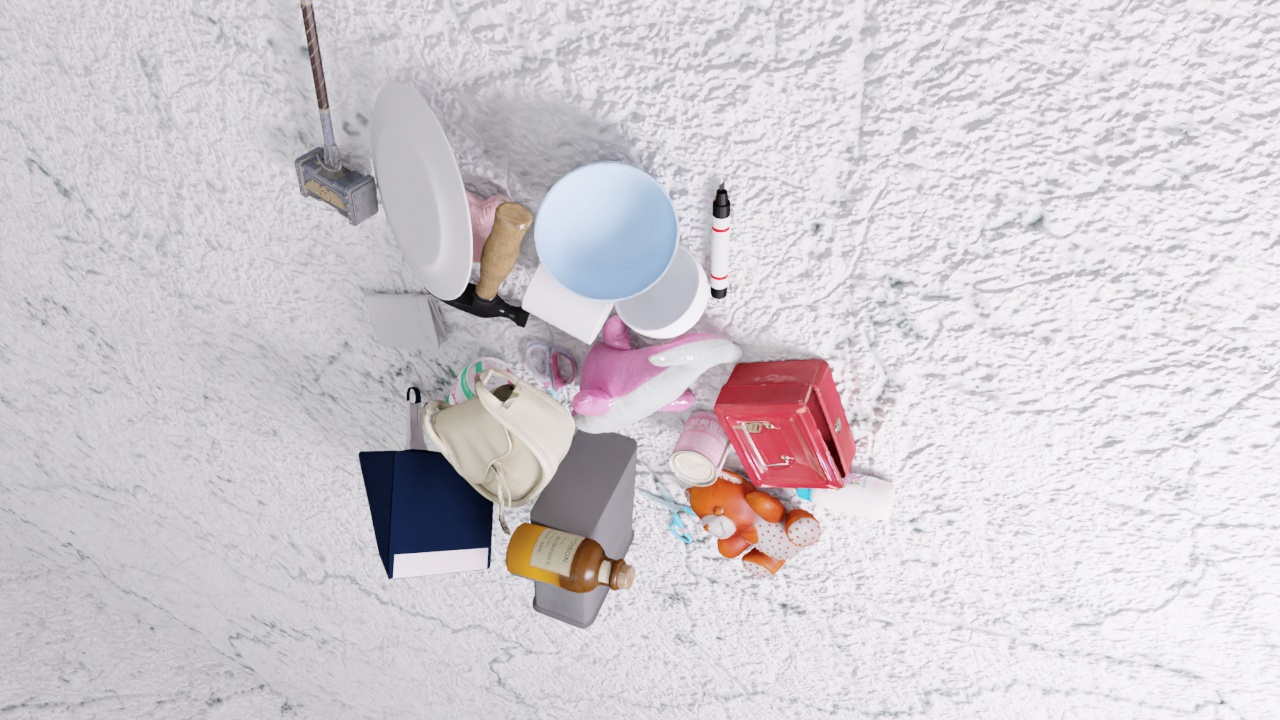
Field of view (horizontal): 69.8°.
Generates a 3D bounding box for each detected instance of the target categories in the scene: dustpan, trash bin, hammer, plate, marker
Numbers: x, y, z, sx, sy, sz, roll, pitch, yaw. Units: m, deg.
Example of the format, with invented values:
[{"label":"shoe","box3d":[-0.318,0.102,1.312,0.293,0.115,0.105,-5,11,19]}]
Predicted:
[{"label":"dustpan","box3d":[-0.316,0.174,1.356,0.080,0.273,0.236,-2,171,26]},{"label":"trash bin","box3d":[-0.078,0.236,1.305,0.098,0.191,0.220,17,135,13]},{"label":"hammer","box3d":[-0.169,-0.108,1.033,0.132,0.040,0.306,19,162,-11]},{"label":"plate","box3d":[-0.252,-0.182,1.018,0.242,0.016,0.243,34,135,43]},{"label":"marker","box3d":[0.086,-0.127,0.983,0.019,0.019,0.146,14,136,16]},{"label":"hammer","box3d":[-0.355,-0.303,1.017,0.098,0.044,0.323,30,140,19]}]

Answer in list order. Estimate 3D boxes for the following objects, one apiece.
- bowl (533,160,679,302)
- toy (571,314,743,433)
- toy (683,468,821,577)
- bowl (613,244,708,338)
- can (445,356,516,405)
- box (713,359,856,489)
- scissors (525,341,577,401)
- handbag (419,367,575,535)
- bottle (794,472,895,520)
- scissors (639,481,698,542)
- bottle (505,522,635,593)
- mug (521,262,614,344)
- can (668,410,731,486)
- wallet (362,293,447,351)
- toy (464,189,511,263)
[{"label":"bowl","box3d":[-0.035,-0.145,0.974,0.150,0.074,0.151,0,117,-1]},{"label":"toy","box3d":[-0.007,0.007,1.115,0.266,0.186,0.127,-27,73,44]},{"label":"toy","box3d":[0.143,0.214,1.234,0.172,0.092,0.164,32,144,0]},{"label":"bowl","box3d":[0.027,-0.073,1.014,0.105,0.104,0.054,1,163,28]},{"label":"can","box3d":[-0.233,0.070,1.299,0.088,0.088,0.166,33,138,-4]},{"label":"box","box3d":[0.172,0.082,1.093,0.129,0.086,0.158,-4,130,30]},{"label":"scissors","box3d":[-0.122,0.038,1.267,0.076,0.017,0.174,15,140,10]},{"label":"handbag","box3d":[-0.183,0.113,1.144,0.184,0.131,0.230,39,146,-20]},{"label":"bottle","box3d":[0.244,0.163,1.159,0.146,0.051,0.051,11,135,19]},{"label":"scissors","box3d":[0.067,0.224,1.345,0.126,0.015,0.136,-6,133,32]},{"label":"bottle","box3d":[-0.084,0.251,1.138,0.157,0.067,0.068,10,135,19]},{"label":"mug","box3d":[-0.071,-0.091,1.057,0.090,0.090,0.121,28,121,1]},{"label":"can","box3d":[0.080,0.112,1.179,0.067,0.076,0.067,16,137,15]},{"label":"wallet","box3d":[-0.323,-0.057,1.270,0.116,0.032,0.086,8,124,25]},{"label":"toy","box3d":[-0.192,-0.161,1.080,0.105,0.053,0.108,0,136,16]}]
